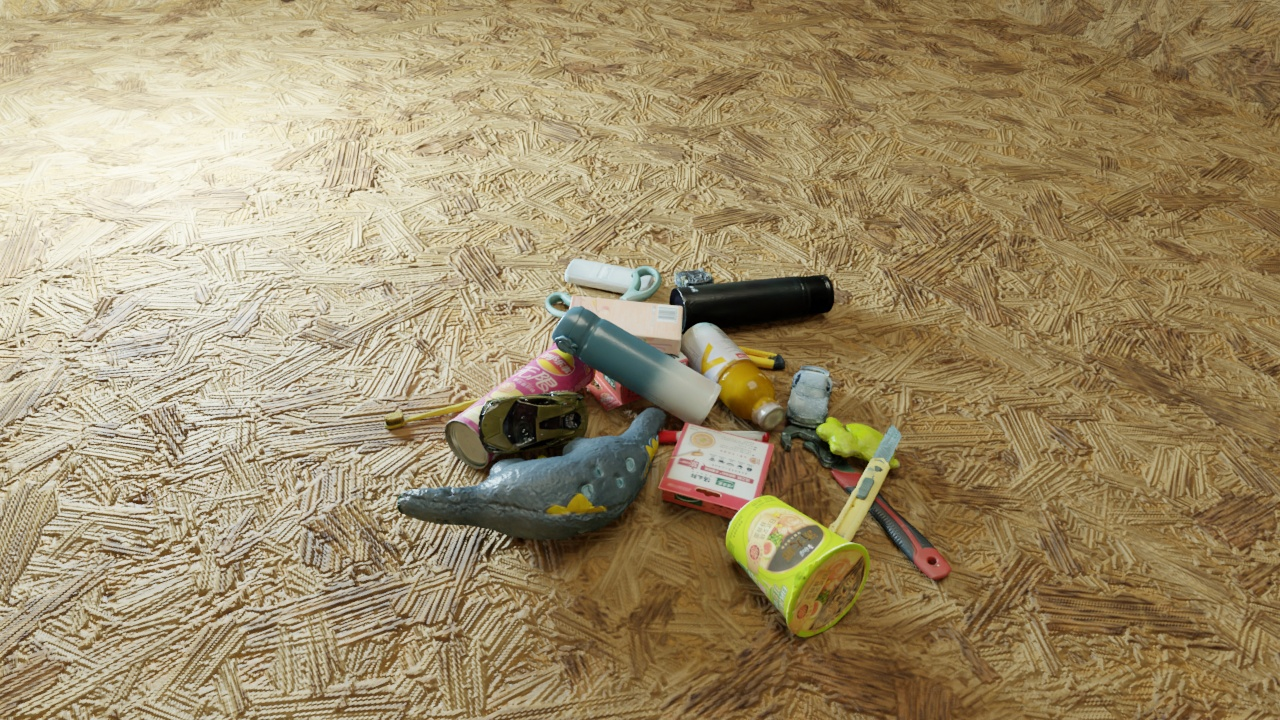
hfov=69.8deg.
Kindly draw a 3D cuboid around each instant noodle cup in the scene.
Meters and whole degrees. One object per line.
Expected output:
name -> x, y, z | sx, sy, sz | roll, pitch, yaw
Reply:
instant noodle cup -> 0.155, 0.205, 0.958 | 0.111, 0.112, 0.123 | -20, 36, -29

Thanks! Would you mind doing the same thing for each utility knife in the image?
utility knife -> 0.101, -0.018, 1.310 | 0.216, 0.015, 0.033 | 12, 35, 10
utility knife -> 0.265, 0.151, 1.081 | 0.031, 0.021, 0.203 | 24, 49, 22

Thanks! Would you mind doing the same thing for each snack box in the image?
snack box -> -0.018, 0.002, 1.247 | 0.126, 0.044, 0.113 | -18, 43, -27
snack box -> -0.022, -0.049, 1.254 | 0.157, 0.026, 0.084 | 5, 36, 2
snack box -> 0.089, 0.139, 1.079 | 0.113, 0.044, 0.126 | 14, 37, 11

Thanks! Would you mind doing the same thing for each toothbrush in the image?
toothbrush -> -0.232, 0.057, 1.174 | 0.189, 0.017, 0.015 | -13, 41, -22

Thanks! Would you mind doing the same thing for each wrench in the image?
wrench -> 0.265, 0.160, 1.093 | 0.056, 0.016, 0.273 | -21, 44, -24

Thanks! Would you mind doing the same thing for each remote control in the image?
remote control -> -0.049, -0.129, 1.435 | 0.136, 0.020, 0.055 | 11, 39, 7

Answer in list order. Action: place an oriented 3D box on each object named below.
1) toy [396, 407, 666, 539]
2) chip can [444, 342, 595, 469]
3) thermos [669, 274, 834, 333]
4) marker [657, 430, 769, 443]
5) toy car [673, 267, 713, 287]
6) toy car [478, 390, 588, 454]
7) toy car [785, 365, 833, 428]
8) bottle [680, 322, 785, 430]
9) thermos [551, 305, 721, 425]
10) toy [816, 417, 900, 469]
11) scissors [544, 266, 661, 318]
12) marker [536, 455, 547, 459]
toy -> -0.087, 0.136, 1.020 | 0.355, 0.092, 0.138 | -14, 42, -33
chip can -> -0.147, 0.050, 1.148 | 0.071, 0.072, 0.209 | 26, 42, 25
thermos -> 0.164, -0.086, 1.377 | 0.242, 0.068, 0.090 | -7, 7, -18
marker -> 0.090, 0.097, 1.158 | 0.145, 0.017, 0.017 | 0, 38, -6
toy car -> 0.082, -0.122, 1.417 | 0.049, 0.031, 0.105 | -7, 14, -6
toy car -> -0.124, 0.074, 1.088 | 0.042, 0.070, 0.157 | 0, 4, 44
toy car -> 0.224, 0.047, 1.215 | 0.054, 0.037, 0.120 | 13, 33, 10
bottle -> 0.122, 0.022, 1.216 | 0.068, 0.068, 0.189 | -16, 42, -25
thermos -> -0.007, 0.007, 1.158 | 0.220, 0.070, 0.070 | 30, 40, -1
toy -> 0.273, 0.102, 1.144 | 0.100, 0.031, 0.096 | 2, 36, -31
scissors -> -0.055, -0.097, 1.365 | 0.170, 0.019, 0.170 | 7, 39, 23
marker -> -0.132, 0.154, 1.059 | 0.018, 0.015, 0.123 | 13, 40, 9
